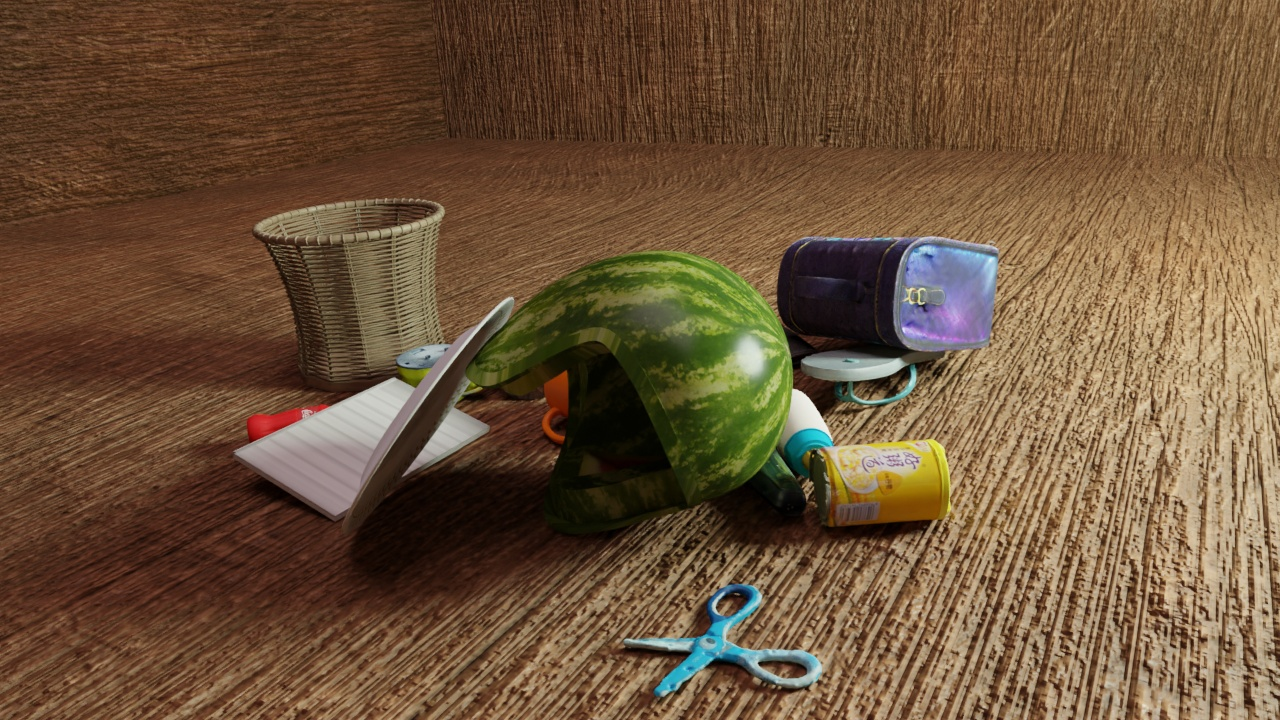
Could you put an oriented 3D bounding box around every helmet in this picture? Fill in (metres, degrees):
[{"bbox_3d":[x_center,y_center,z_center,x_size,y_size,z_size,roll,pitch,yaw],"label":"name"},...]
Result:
[{"bbox_3d":[0.009,0.017,0.777,0.248,0.213,0.242,-8,30,29],"label":"helmet"}]

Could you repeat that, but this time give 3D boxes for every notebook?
[{"bbox_3d":[-0.276,0.081,0.929,0.143,0.009,0.209,23,31,25],"label":"notebook"}]

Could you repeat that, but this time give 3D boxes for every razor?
[{"bbox_3d":[0.110,0.085,0.828,0.054,0.067,0.151,6,22,-19],"label":"razor"}]

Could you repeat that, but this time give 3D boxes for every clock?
[{"bbox_3d":[-0.231,0.019,1.064,0.119,0.057,0.083,14,26,40],"label":"clock"}]

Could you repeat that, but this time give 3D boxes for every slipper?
[{"bbox_3d":[0.259,0.013,1.031,0.098,0.055,0.268,9,13,37],"label":"slipper"}]

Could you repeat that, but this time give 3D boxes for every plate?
[{"bbox_3d":[-0.184,0.042,0.785,0.016,0.243,0.242,35,24,-3],"label":"plate"}]

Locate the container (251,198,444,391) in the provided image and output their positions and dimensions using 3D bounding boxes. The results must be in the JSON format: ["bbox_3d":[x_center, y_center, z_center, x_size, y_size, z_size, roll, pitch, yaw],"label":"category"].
[{"bbox_3d":[-0.353,-0.086,1.162,0.227,0.196,0.226,-3,21,1],"label":"container"}]

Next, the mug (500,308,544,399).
[{"bbox_3d":[-0.145,-0.012,1.090,0.116,0.080,0.107,-7,26,7],"label":"mug"}]

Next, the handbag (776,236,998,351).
[{"bbox_3d":[0.277,-0.081,1.066,0.221,0.125,0.205,1,7,-28],"label":"handbag"}]

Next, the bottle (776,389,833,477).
[{"bbox_3d":[0.153,0.074,0.866,0.051,0.051,0.146,-4,21,-2],"label":"bottle"}]

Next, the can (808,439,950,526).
[{"bbox_3d":[0.198,0.102,0.763,0.105,0.068,0.067,-4,21,-1],"label":"can"}]

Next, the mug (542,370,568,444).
[{"bbox_3d":[-0.053,0.044,0.961,0.096,0.078,0.112,17,55,42],"label":"mug"}]

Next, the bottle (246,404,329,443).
[{"bbox_3d":[-0.355,0.068,0.982,0.119,0.036,0.036,-9,22,-16],"label":"bottle"}]

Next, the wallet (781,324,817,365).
[{"bbox_3d":[0.148,-0.017,1.144,0.099,0.031,0.120,-14,25,-18],"label":"wallet"}]

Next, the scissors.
[{"bbox_3d":[0.056,0.191,0.633,0.134,0.011,0.137,-1,21,10],"label":"scissors"}]
